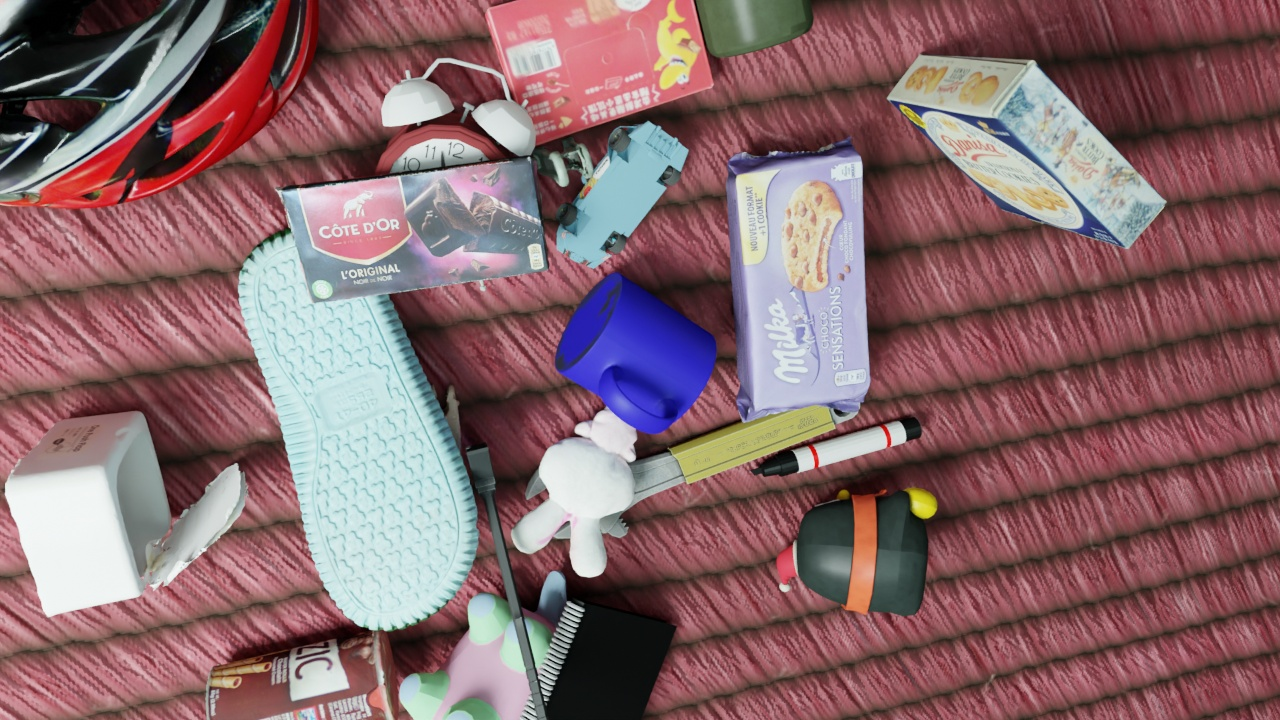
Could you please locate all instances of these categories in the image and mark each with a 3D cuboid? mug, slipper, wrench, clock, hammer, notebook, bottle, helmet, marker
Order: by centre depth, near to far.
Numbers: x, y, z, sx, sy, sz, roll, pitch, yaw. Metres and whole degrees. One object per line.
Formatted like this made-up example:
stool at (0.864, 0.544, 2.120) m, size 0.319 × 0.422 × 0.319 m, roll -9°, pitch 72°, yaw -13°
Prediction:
helmet at (-0.308, -0.189, 0.477) m, size 0.272 × 0.166 × 0.217 m, roll -25°, pitch 109°, yaw 8°
bottle at (0.052, -0.299, 0.566) m, size 0.071 × 0.071 × 0.207 m, roll -20°, pitch 112°, yaw -8°
clock at (-0.121, -0.120, 0.586) m, size 0.096 × 0.048 × 0.138 m, roll 11°, pitch 112°, yaw -13°
hammer at (-0.070, 0.211, 0.601) m, size 0.015 × 0.095 × 0.324 m, roll -14°, pitch 76°, yaw -11°
slipper at (-0.188, 0.044, 0.621) m, size 0.116 × 0.069 × 0.276 m, roll -19°, pitch 95°, yaw -3°
mug at (-0.004, 0.004, 0.632) m, size 0.083 × 0.111 × 0.079 m, roll 32°, pitch 121°, yaw -22°
notebook at (-0.049, 0.288, 0.690) m, size 0.149 × 0.016 × 0.206 m, roll 35°, pitch 75°, yaw -53°
wrench at (0.045, 0.072, 0.716) m, size 0.273 × 0.018 × 0.084 m, roll -21°, pitch 108°, yaw -7°
marker at (0.158, 0.073, 0.746) m, size 0.145 × 0.019 × 0.019 m, roll -14°, pitch 111°, yaw -10°

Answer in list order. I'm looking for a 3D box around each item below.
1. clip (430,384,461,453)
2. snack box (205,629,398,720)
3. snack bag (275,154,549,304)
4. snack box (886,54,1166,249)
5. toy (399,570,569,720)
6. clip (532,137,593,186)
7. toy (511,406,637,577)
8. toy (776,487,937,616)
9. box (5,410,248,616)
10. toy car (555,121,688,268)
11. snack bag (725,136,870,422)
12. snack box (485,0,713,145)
clip at (-0.143, 0.047, 0.657) m, size 0.047 × 0.025 × 0.062 m, roll 26°, pitch 98°, yaw -20°
snack box at (-0.244, 0.243, 0.671) m, size 0.121 × 0.072 × 0.072 m, roll -10°, pitch 110°, yaw -10°
snack bag at (-0.135, -0.081, 0.565) m, size 0.155 × 0.018 × 0.075 m, roll -8°, pitch 116°, yaw -2°
snack box at (0.259, -0.147, 0.631) m, size 0.145 × 0.144 × 0.043 m, roll 34°, pitch 99°, yaw -21°
toy at (-0.111, 0.275, 0.701) m, size 0.221 × 0.120 × 0.171 m, roll -52°, pitch 145°, yaw -23°
clip at (-0.049, -0.129, 0.594) m, size 0.047 × 0.076 × 0.023 m, roll -21°, pitch 112°, yaw -8°
toy at (-0.039, 0.090, 0.670) m, size 0.076 × 0.037 × 0.125 m, roll 25°, pitch 79°, yaw -12°
toy at (0.172, 0.153, 0.739) m, size 0.119 × 0.099 × 0.098 m, roll 5°, pitch 153°, yaw 8°
box at (-0.305, 0.089, 0.585) m, size 0.130 × 0.110 × 0.103 m, roll -8°, pitch 110°, yaw -11°
toy car at (-0.018, -0.117, 0.629) m, size 0.060 × 0.027 × 0.108 m, roll 24°, pitch 112°, yaw -42°
snack bag at (0.113, -0.053, 0.671) m, size 0.096 × 0.058 × 0.205 m, roll -9°, pitch 110°, yaw -9°
snack box at (-0.025, -0.205, 0.604) m, size 0.133 × 0.021 × 0.089 m, roll -20°, pitch 112°, yaw -7°
